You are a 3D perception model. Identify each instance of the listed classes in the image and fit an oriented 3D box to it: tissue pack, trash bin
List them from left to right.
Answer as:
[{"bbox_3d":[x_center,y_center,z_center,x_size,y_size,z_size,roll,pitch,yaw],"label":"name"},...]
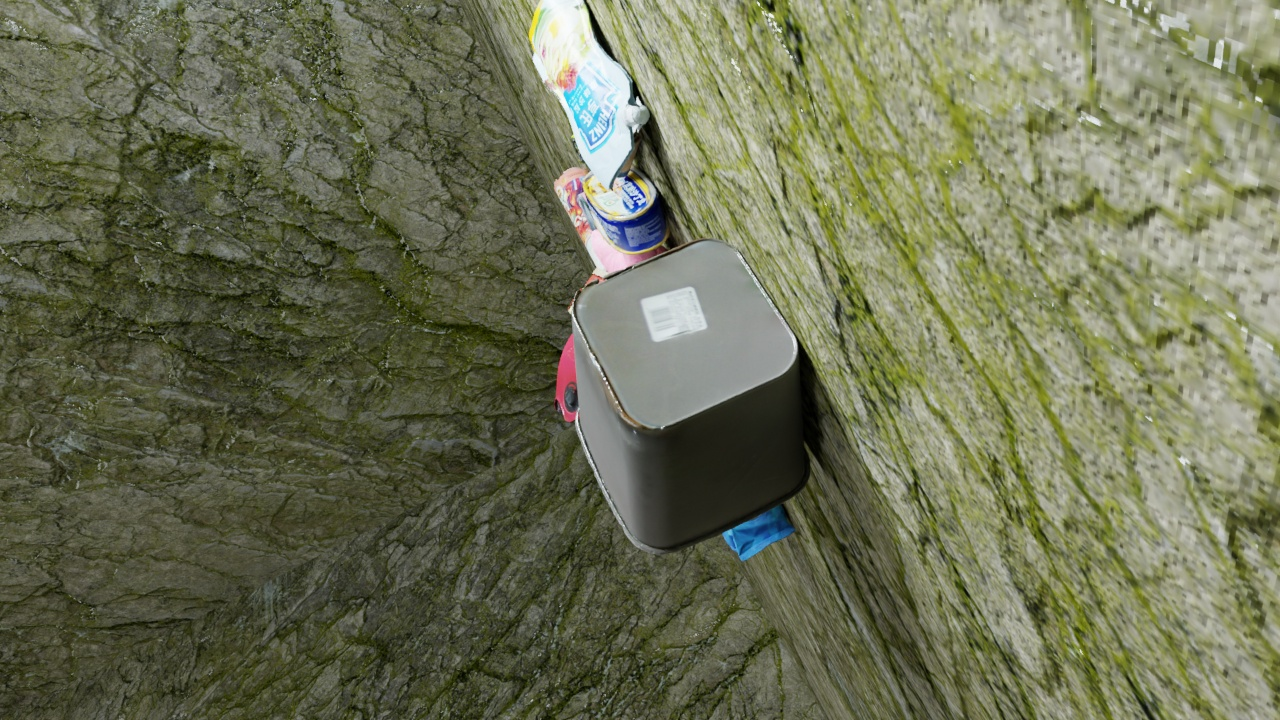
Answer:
[{"bbox_3d":[0.040,0.027,0.822,0.220,0.199,0.198,80,164,-58],"label":"trash bin"},{"bbox_3d":[0.145,0.200,1.308,0.052,0.095,0.157,79,165,-59],"label":"tissue pack"}]

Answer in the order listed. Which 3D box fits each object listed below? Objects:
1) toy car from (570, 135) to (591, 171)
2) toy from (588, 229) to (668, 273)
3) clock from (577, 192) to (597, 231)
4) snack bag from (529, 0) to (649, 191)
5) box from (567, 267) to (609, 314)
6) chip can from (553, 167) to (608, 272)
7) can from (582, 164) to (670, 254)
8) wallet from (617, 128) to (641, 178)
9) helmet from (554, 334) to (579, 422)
[{"bbox_3d":[-0.055,-0.268,1.251,0.105,0.032,0.048,51,174,11],"label":"toy car"},{"bbox_3d":[0.005,-0.104,1.136,0.178,0.074,0.195,42,171,7],"label":"toy"},{"bbox_3d":[-0.034,-0.186,1.337,0.117,0.060,0.159,59,173,45],"label":"clock"},{"bbox_3d":[-0.052,-0.268,0.892,0.111,0.038,0.191,-46,63,44],"label":"snack bag"},{"bbox_3d":[0.000,-0.029,1.039,0.168,0.077,0.091,28,170,33],"label":"box"},{"bbox_3d":[-0.072,-0.225,1.529,0.214,0.071,0.071,62,177,28],"label":"chip can"},{"bbox_3d":[-0.018,-0.174,1.035,0.148,0.074,0.049,-121,8,-53],"label":"can"},{"bbox_3d":[-0.033,-0.250,0.977,0.090,0.033,0.115,61,172,1],"label":"wallet"},{"bbox_3d":[-0.007,0.007,1.211,0.240,0.206,0.144,-158,65,-65],"label":"helmet"}]
